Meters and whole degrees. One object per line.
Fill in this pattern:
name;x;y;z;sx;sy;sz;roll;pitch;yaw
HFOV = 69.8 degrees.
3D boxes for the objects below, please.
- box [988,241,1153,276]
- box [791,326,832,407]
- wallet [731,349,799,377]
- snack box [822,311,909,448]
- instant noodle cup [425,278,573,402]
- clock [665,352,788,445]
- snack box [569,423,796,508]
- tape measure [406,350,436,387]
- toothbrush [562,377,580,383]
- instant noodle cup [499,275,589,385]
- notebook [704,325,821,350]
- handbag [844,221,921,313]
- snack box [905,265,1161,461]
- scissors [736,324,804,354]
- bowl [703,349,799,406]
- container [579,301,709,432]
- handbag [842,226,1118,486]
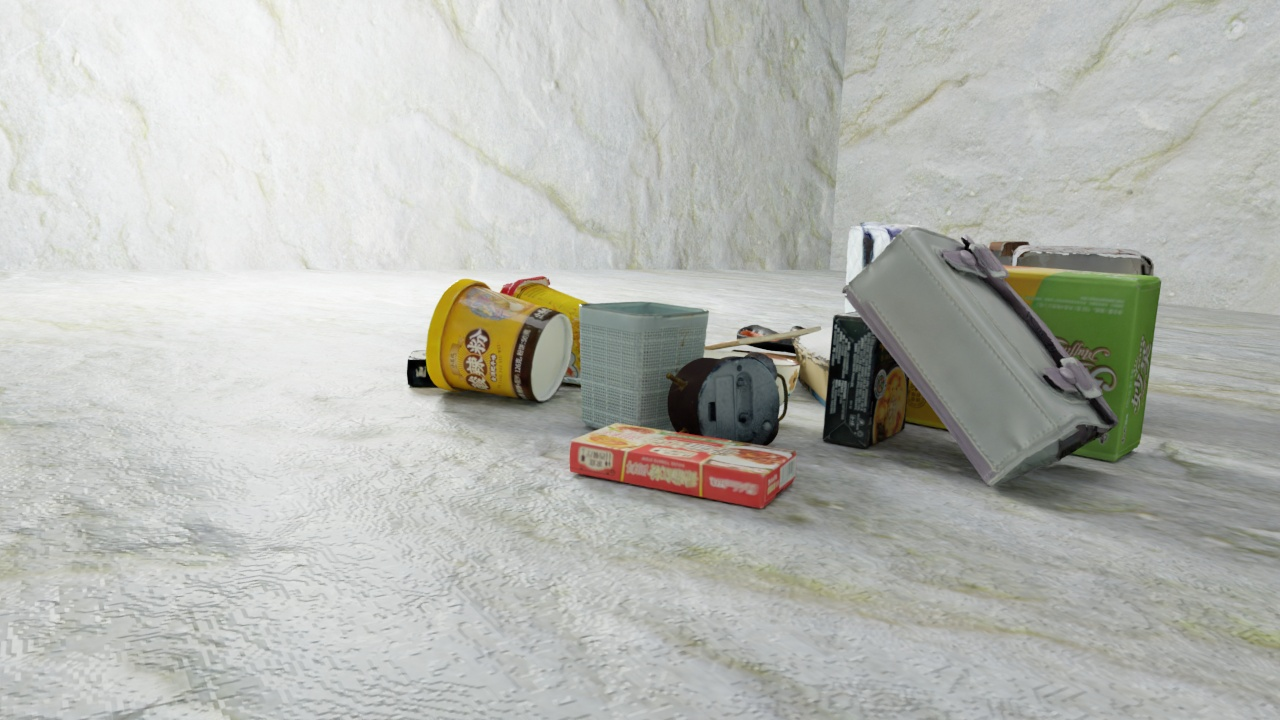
box;0.457;-0.040;1.022;0.157;0.183;0.193;6;13;19
box;0.224;0.005;0.997;0.090;0.060;0.184;-13;12;3
wallet;0.179;0.007;1.164;0.115;0.020;0.101;3;10;-10
snack box;0.210;0.011;0.837;0.053;0.113;0.125;10;12;34
instant noodle cup;-0.139;-0.015;0.937;0.114;0.118;0.118;14;12;17
clock;0.078;0.035;0.760;0.121;0.082;0.055;-6;6;-31
snack box;0.031;0.074;0.675;0.153;0.025;0.075;7;10;26
tape measure;-0.222;0.008;1.007;0.066;0.033;0.066;0;11;-12
toothbrush;-0.040;0.029;0.989;0.180;0.016;0.016;5;14;1
instant noodle cup;-0.097;-0.027;1.050;0.124;0.116;0.115;17;13;14
notebook;0.097;-0.017;1.146;0.149;0.012;0.212;-9;0;-41
handbag;0.312;-0.084;1.197;0.075;0.194;0.134;0;9;-9
snack box;0.348;-0.008;0.846;0.210;0.158;0.069;11;14;42
scissors;0.228;-0.017;1.201;0.222;0.022;0.210;14;17;30
bowl;0.091;0.026;0.867;0.113;0.062;0.113;5;4;-1
container;0.000;0.007;0.816;0.089;0.111;0.090;-5;12;-43
handbag;0.278;-0.009;0.735;0.144;0.099;0.197;0;52;-50
